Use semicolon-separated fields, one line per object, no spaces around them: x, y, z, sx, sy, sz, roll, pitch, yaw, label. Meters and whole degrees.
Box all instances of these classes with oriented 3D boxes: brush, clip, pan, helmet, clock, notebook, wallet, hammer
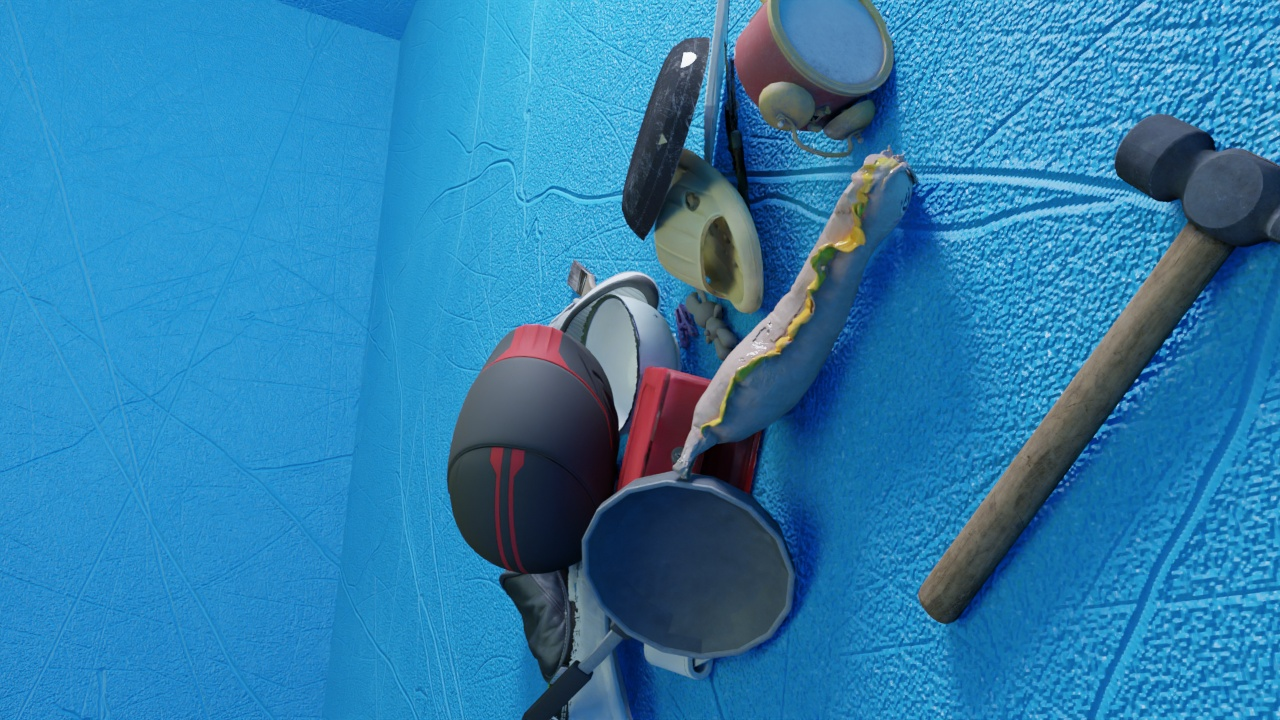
-0.073;-0.102;1.259;0.151;0.012;0.039;43;118;59;brush
0.046;-0.034;0.988;0.052;0.014;0.042;54;131;53;clip
-0.008;0.227;0.809;0.358;0.178;0.041;-51;4;29;pan
-0.109;0.113;0.908;0.169;0.164;0.265;-74;-13;-51;helmet
0.139;-0.236;0.761;0.081;0.117;0.158;142;126;-59;clock
0.076;-0.286;0.906;0.209;0.012;0.153;51;-134;-83;notebook
0.043;0.234;0.863;0.115;0.037;0.118;-16;69;62;wallet
0.249;0.033;0.522;0.323;0.040;0.129;-66;33;27;hammer
0.011;-0.229;0.988;0.357;0.040;0.207;-152;79;-81;pan

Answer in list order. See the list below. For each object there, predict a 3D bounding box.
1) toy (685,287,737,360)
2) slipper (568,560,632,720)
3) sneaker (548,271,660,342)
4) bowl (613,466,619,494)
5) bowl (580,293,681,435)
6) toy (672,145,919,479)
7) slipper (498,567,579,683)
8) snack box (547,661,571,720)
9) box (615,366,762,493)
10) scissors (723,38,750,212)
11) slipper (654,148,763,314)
0.069;-0.046;0.925;0.111;0.030;0.049;-115;28;-43;toy
-0.039;0.280;0.972;0.112;0.074;0.246;96;172;-54;slipper
-0.058;-0.044;1.133;0.264;0.096;0.128;-38;23;42;sneaker
-0.064;0.157;1.052;0.045;0.114;0.114;45;126;26;bowl
-0.006;0.006;0.996;0.154;0.072;0.153;-6;83;64;bowl
0.121;-0.033;0.700;0.065;0.195;0.265;37;133;16;toy
-0.144;0.286;1.175;0.109;0.083;0.265;-54;37;38;slipper
-0.085;0.383;1.002;0.147;0.025;0.080;81;-166;-80;snack box
0.032;0.088;0.862;0.135;0.112;0.157;-171;92;-69;box
0.089;-0.199;0.849;0.210;0.015;0.142;64;-159;-72;scissors
0.050;-0.136;0.907;0.261;0.079;0.111;-112;14;-55;slipper
